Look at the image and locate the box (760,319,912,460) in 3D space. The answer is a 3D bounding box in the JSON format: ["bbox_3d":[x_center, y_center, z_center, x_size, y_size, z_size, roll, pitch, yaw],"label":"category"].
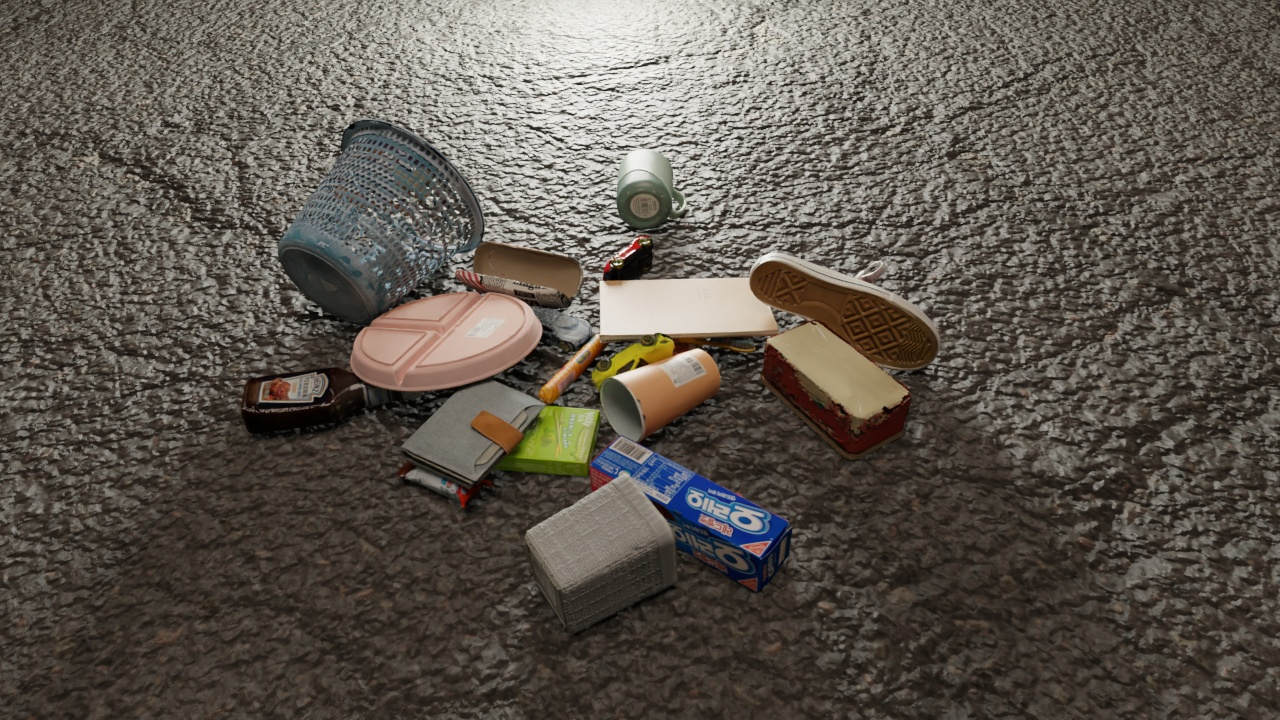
[{"bbox_3d":[0.215,0.023,1.029,0.091,0.078,0.168,-23,44,-23],"label":"box"}]

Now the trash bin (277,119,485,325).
[{"bbox_3d":[-0.348,-0.162,1.187,0.227,0.227,0.194,19,58,22],"label":"trash bin"}]

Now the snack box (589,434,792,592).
[{"bbox_3d":[0.046,0.147,0.906,0.208,0.058,0.057,24,47,28],"label":"snack box"}]

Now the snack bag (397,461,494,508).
[{"bbox_3d":[-0.206,0.125,0.967,0.105,0.026,0.045,19,48,26],"label":"snack bag"}]

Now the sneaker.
[{"bbox_3d":[0.250,-0.071,1.112,0.241,0.118,0.087,25,32,8],"label":"sneaker"}]

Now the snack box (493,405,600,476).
[{"bbox_3d":[-0.127,0.084,1.011,0.156,0.026,0.085,4,41,7],"label":"snack box"}]

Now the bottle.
[{"bbox_3d":[-0.354,0.039,1.061,0.195,0.044,0.079,-8,37,-8],"label":"bottle"}]

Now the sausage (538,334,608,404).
[{"bbox_3d":[-0.077,0.008,1.086,0.021,0.021,0.164,15,33,19],"label":"sausage"}]

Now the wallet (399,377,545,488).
[{"bbox_3d":[-0.176,0.072,0.979,0.107,0.037,0.129,19,46,24],"label":"wallet"}]

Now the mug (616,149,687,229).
[{"bbox_3d":[0.019,-0.245,1.357,0.111,0.082,0.106,25,37,-18],"label":"mug"}]

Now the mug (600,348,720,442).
[{"bbox_3d":[0.026,0.034,1.031,0.122,0.078,0.078,-25,45,-30],"label":"mug"}]

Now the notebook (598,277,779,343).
[{"bbox_3d":[0.054,-0.066,1.137,0.211,0.012,0.149,-2,31,-2],"label":"notebook"}]

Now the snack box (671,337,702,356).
[{"bbox_3d":[0.040,-0.039,1.149,0.075,0.025,0.152,1,41,3],"label":"snack box"}]

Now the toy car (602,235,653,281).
[{"bbox_3d":[-0.019,-0.128,1.237,0.031,0.049,0.106,23,47,27],"label":"toy car"}]

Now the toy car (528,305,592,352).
[{"bbox_3d":[-0.110,-0.043,1.155,0.106,0.031,0.048,17,45,20],"label":"toy car"}]

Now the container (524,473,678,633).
[{"bbox_3d":[-0.038,0.181,0.850,0.114,0.090,0.090,-25,45,-20],"label":"container"}]

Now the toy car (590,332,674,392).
[{"bbox_3d":[-0.006,0.006,1.059,0.105,0.048,0.032,-31,56,11],"label":"toy car"}]

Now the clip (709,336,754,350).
[{"bbox_3d":[0.114,-0.029,1.142,0.058,0.036,0.025,-15,40,-9],"label":"clip"}]

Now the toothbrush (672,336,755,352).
[{"bbox_3d":[0.044,-0.031,1.104,0.191,0.018,0.016,10,41,13],"label":"toothbrush"}]

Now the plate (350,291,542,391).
[{"bbox_3d":[-0.233,-0.031,1.096,0.229,0.028,0.229,-5,28,2],"label":"plate"}]

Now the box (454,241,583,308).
[{"bbox_3d":[-0.161,-0.110,1.200,0.162,0.076,0.086,14,14,15],"label":"box"}]
